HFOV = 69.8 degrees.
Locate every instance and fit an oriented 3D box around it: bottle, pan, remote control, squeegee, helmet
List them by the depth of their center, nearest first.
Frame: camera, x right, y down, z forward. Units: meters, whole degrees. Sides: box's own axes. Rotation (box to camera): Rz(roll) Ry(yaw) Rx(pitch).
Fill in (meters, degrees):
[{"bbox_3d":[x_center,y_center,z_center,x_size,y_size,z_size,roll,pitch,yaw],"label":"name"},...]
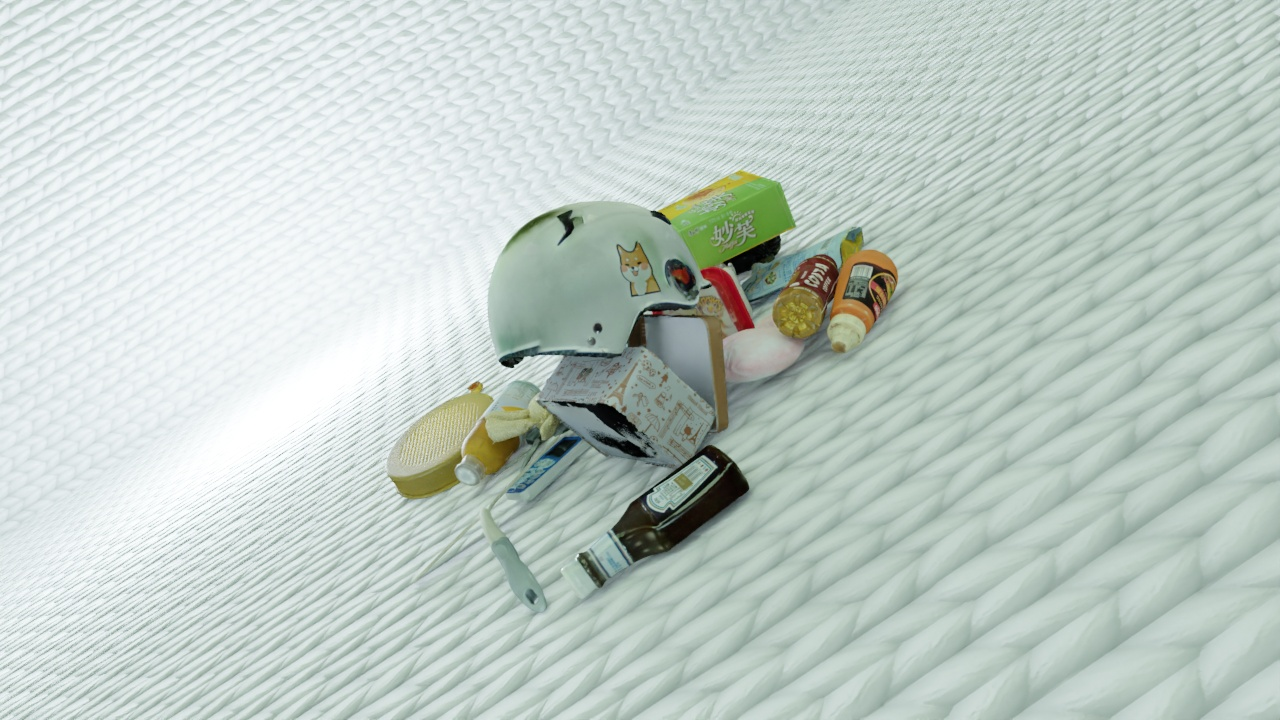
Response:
[{"bbox_3d":[0.011,0.159,0.889,0.194,0.044,0.080,-36,20,-8],"label":"bottle"},{"bbox_3d":[-0.150,0.201,0.997,0.246,0.039,0.246,-45,27,-4],"label":"squeegee"},{"bbox_3d":[-0.059,-0.102,1.037,0.273,0.157,0.231,-32,19,-38],"label":"helmet"},{"bbox_3d":[0.247,-0.063,1.044,0.067,0.067,0.149,-12,35,42],"label":"bottle"},{"bbox_3d":[0.200,-0.082,1.083,0.058,0.057,0.174,-21,14,28],"label":"bottle"},{"bbox_3d":[-0.115,0.134,1.150,0.049,0.024,0.124,-7,27,50],"label":"remote control"},{"bbox_3d":[-0.197,0.101,1.281,0.068,0.068,0.189,-18,24,33],"label":"bottle"},{"bbox_3d":[-0.290,0.101,1.452,0.198,0.078,0.356,-26,27,8],"label":"pan"}]

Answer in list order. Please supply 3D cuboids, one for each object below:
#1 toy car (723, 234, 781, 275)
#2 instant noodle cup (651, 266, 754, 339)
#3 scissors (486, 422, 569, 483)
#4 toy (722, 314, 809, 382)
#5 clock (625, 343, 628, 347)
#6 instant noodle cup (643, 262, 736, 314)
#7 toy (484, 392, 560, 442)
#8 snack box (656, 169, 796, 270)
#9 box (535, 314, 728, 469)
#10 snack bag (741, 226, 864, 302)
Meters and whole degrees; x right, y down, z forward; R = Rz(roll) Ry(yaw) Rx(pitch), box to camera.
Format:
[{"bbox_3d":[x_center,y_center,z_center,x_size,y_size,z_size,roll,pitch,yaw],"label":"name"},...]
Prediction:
[{"bbox_3d":[0.140,-0.165,1.411,0.158,0.070,0.042,-23,21,22],"label":"toy car"},{"bbox_3d":[0.091,-0.066,1.211,0.116,0.116,0.124,-23,10,23],"label":"instant noodle cup"},{"bbox_3d":[-0.133,0.111,1.212,0.159,0.014,0.179,-32,12,11],"label":"scissors"},{"bbox_3d":[0.146,-0.018,1.085,0.121,0.054,0.159,-2,24,45],"label":"toy"},{"bbox_3d":[-0.007,0.007,1.247,0.082,0.055,0.121,-8,30,49],"label":"clock"},{"bbox_3d":[0.056,-0.092,1.347,0.174,0.060,0.137,-37,18,15],"label":"instant noodle cup"},{"bbox_3d":[-0.133,0.062,1.204,0.157,0.066,0.105,-23,21,14],"label":"toy"},{"bbox_3d":[0.114,-0.203,1.315,0.157,0.070,0.210,-26,18,0],"label":"snack box"},{"bbox_3d":[0.014,0.020,1.052,0.183,0.152,0.174,1,56,55],"label":"box"},{"bbox_3d":[0.212,-0.127,1.267,0.191,0.039,0.110,-20,32,41],"label":"snack bag"}]
